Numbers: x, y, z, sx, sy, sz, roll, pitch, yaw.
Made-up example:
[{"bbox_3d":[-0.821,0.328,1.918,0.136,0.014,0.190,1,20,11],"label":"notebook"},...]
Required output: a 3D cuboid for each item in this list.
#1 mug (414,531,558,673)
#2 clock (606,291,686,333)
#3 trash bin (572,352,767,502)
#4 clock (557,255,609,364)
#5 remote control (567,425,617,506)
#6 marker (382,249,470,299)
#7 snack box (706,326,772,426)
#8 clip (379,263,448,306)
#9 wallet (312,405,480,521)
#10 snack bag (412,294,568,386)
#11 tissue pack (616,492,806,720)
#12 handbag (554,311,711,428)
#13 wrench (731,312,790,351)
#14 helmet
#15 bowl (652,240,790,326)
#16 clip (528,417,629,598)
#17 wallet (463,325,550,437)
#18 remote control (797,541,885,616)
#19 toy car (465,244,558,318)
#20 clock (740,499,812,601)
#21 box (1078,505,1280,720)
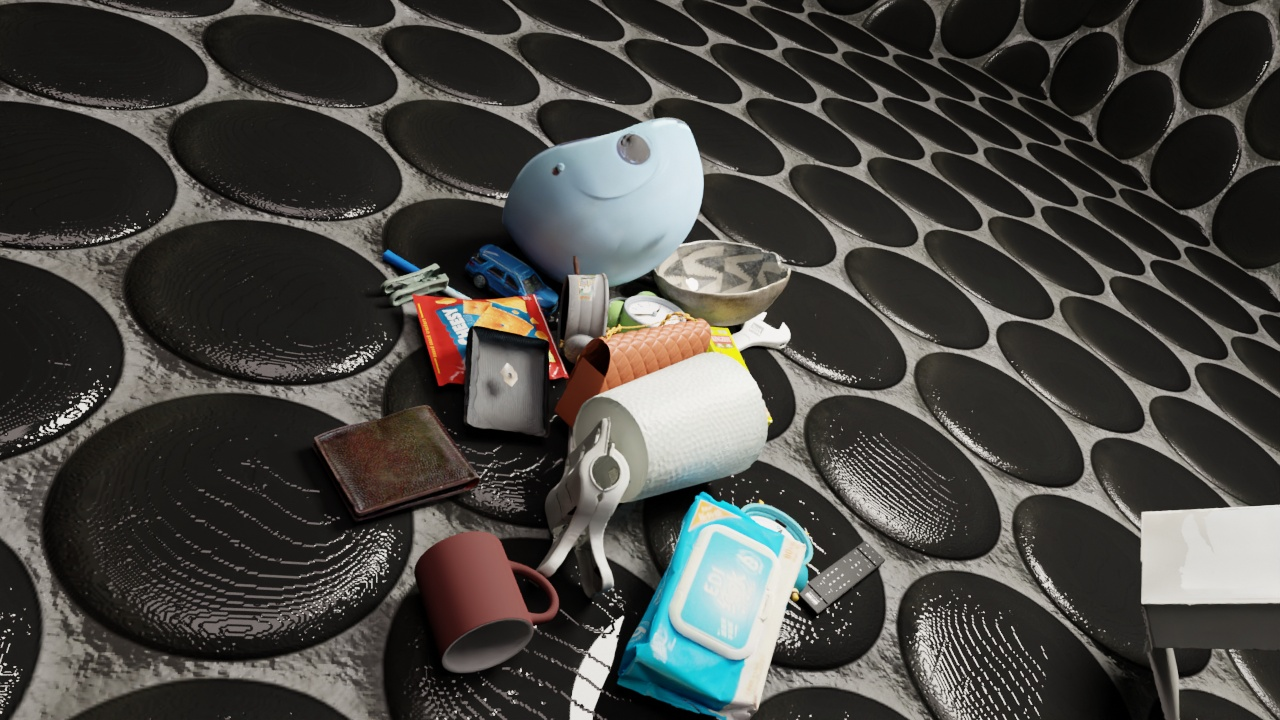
[{"bbox_3d":[-0.118,0.188,0.729,0.105,0.073,0.082,-3,45,-30],"label":"mug"},{"bbox_3d":[0.008,-0.047,1.131,0.119,0.043,0.094,37,36,30],"label":"clock"},{"bbox_3d":[0.026,0.070,0.919,0.161,0.134,0.133,-14,52,-44],"label":"trash bin"},{"bbox_3d":[-0.063,-0.040,1.038,0.056,0.104,0.147,6,44,-11],"label":"clock"},{"bbox_3d":[-0.050,0.098,0.945,0.050,0.011,0.135,16,36,-15],"label":"remote control"},{"bbox_3d":[-0.236,-0.088,1.063,0.142,0.013,0.013,30,35,3],"label":"marker"},{"bbox_3d":[0.110,0.023,1.109,0.040,0.029,0.147,2,50,-32],"label":"snack box"},{"bbox_3d":[-0.253,-0.084,1.027,0.076,0.023,0.045,-25,63,-38],"label":"clip"},{"bbox_3d":[-0.221,0.092,0.830,0.119,0.031,0.099,-14,49,-40],"label":"wallet"},{"bbox_3d":[-0.164,-0.024,0.999,0.143,0.039,0.130,-3,49,-28],"label":"snack bag"},{"bbox_3d":[0.068,0.211,0.801,0.117,0.066,0.208,25,46,5],"label":"tissue pack"},{"bbox_3d":[-0.006,0.006,0.988,0.060,0.109,0.171,41,32,26],"label":"handbag"},{"bbox_3d":[0.105,-0.015,1.183,0.066,0.018,0.272,43,40,22],"label":"wrench"},{"bbox_3d":[-0.029,-0.186,1.144,0.265,0.226,0.167,-28,83,-15],"label":"helmet"},{"bbox_3d":[0.102,-0.091,1.212,0.178,0.081,0.178,1,27,-1],"label":"bowl"},{"bbox_3d":[-0.051,0.134,0.815,0.075,0.125,0.144,12,62,-14],"label":"clip"},{"bbox_3d":[-0.136,0.023,0.942,0.089,0.026,0.114,11,63,-25],"label":"wallet"},{"bbox_3d":[0.208,0.224,0.950,0.139,0.009,0.030,-18,55,-45],"label":"remote control"},{"bbox_3d":[-0.152,-0.094,1.095,0.120,0.044,0.056,35,33,9],"label":"toy car"},{"bbox_3d":[0.126,0.188,0.917,0.099,0.044,0.129,34,29,10],"label":"clock"},{"bbox_3d":[0.564,0.316,0.950,0.172,0.381,0.166,20,32,20],"label":"box"}]
